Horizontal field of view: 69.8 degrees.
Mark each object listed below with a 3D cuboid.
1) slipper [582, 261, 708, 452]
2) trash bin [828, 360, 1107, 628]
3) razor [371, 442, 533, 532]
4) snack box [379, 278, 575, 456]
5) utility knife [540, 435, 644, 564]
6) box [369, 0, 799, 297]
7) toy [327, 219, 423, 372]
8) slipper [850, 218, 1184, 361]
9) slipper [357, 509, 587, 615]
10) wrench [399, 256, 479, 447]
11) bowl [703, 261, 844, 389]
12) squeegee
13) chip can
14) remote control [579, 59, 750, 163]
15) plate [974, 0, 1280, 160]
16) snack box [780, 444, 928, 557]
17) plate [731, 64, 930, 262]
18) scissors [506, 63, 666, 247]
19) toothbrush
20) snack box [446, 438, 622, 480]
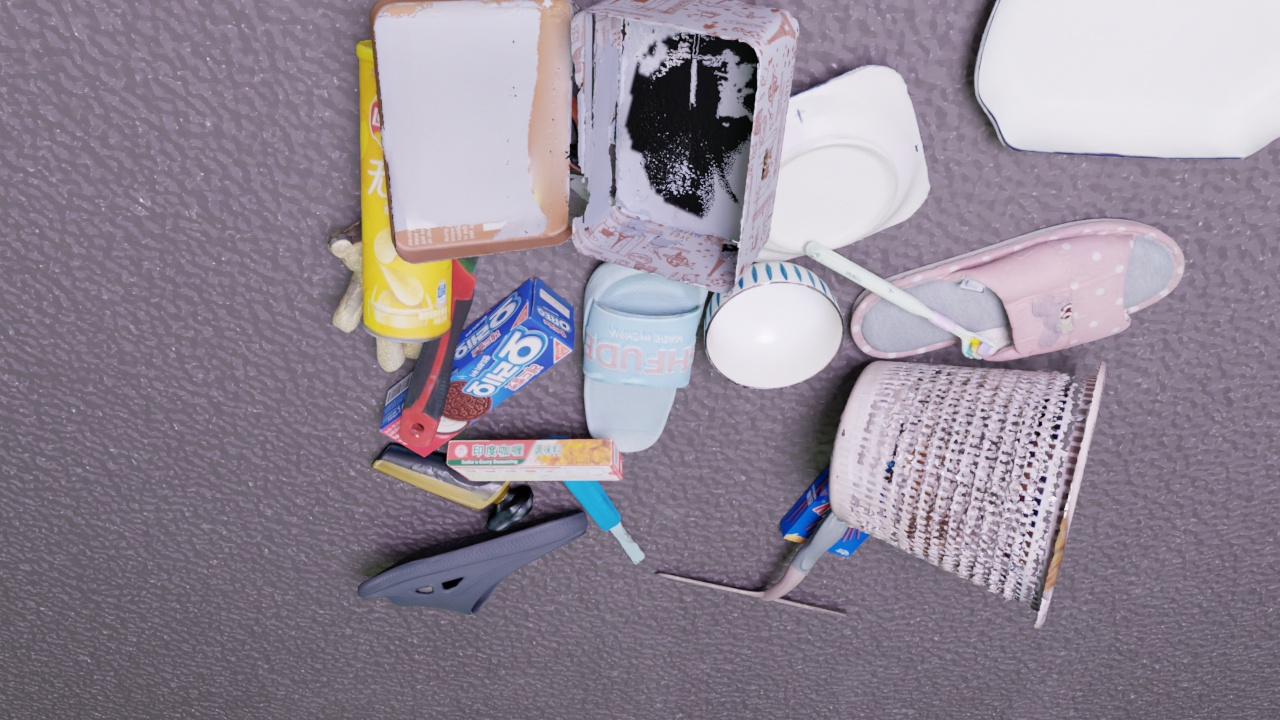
[{"bbox_3d":[-0.005,0.005,0.818,0.104,0.074,0.246,7,133,-4],"label":"slipper"},{"bbox_3d":[0.277,0.092,0.799,0.192,0.226,0.228,14,136,26],"label":"trash bin"},{"bbox_3d":[-0.192,0.127,0.941,0.167,0.062,0.067,21,98,-10],"label":"razor"},{"bbox_3d":[-0.150,0.009,0.835,0.208,0.057,0.058,-34,126,26],"label":"snack box"},{"bbox_3d":[-0.045,0.155,0.983,0.034,0.018,0.216,-20,126,15],"label":"utility knife"},{"bbox_3d":[-0.036,-0.151,0.615,0.274,0.124,0.179,3,126,0],"label":"box"},{"bbox_3d":[-0.216,-0.055,0.786,0.105,0.066,0.157,-25,138,-21],"label":"toy"},{"bbox_3d":[0.318,-0.049,0.783,0.275,0.054,0.114,-11,130,11],"label":"slipper"},{"bbox_3d":[-0.176,0.230,0.979,0.268,0.110,0.083,-18,87,10],"label":"slipper"},{"bbox_3d":[-0.163,-0.046,0.765,0.056,0.016,0.274,12,112,-8],"label":"wrench"},{"bbox_3d":[0.111,-0.038,0.786,0.116,0.066,0.117,0,131,-1],"label":"bowl"},{"bbox_3d":[0.169,0.220,0.994,0.247,0.040,0.250,15,139,-10],"label":"squeegee"},{"bbox_3d":[-0.173,-0.123,0.680,0.072,0.072,0.214,6,115,-5],"label":"chip can"},{"bbox_3d":[0.019,-0.175,0.669,0.135,0.019,0.056,21,129,13],"label":"remote control"},{"bbox_3d":[0.368,-0.223,0.647,0.266,0.034,0.162,1,130,0],"label":"plate"},{"bbox_3d":[0.223,0.145,0.967,0.084,0.026,0.158,19,128,-15],"label":"snack box"},{"bbox_3d":[0.138,-0.134,0.707,0.164,0.034,0.163,-18,140,15],"label":"plate"},{"bbox_3d":[-0.041,-0.148,0.710,0.205,0.015,0.197,18,150,0],"label":"scissors"},{"bbox_3d":[0.212,-0.049,0.750,0.189,0.020,0.029,27,145,-17],"label":"toothbrush"},{"bbox_3d":[-0.098,0.097,0.879,0.156,0.027,0.077,-1,162,6],"label":"snack box"}]
